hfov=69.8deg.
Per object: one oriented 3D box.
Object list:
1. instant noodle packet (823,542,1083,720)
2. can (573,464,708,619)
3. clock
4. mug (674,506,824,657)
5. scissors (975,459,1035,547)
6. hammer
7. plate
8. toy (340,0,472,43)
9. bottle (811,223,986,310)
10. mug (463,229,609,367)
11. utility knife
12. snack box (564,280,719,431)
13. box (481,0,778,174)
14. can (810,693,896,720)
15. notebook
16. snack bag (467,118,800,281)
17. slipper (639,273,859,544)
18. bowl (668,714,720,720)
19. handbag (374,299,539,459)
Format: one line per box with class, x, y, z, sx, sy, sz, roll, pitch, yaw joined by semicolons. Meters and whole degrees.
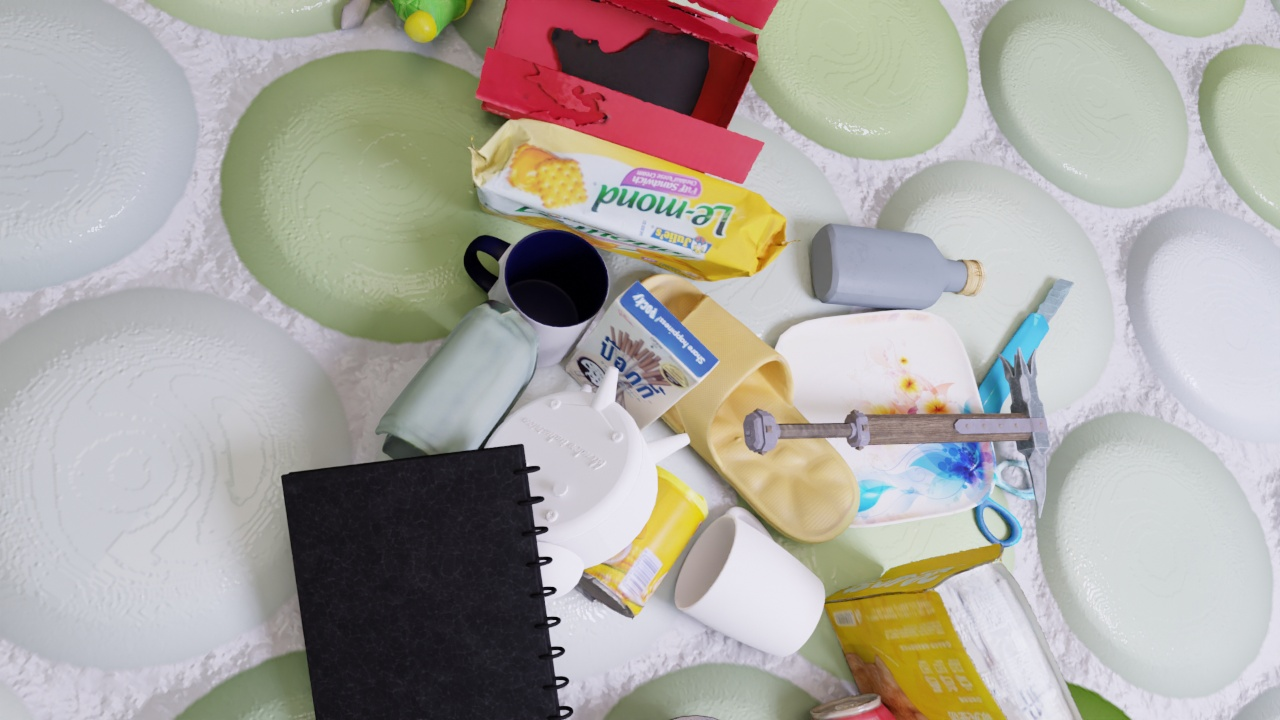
instant noodle packet;0.242;0.258;0.672;0.084;0.163;0.221;-22;80;-23
can;-0.003;0.134;0.691;0.067;0.068;0.104;39;67;-1
clock;-0.057;0.083;0.658;0.125;0.073;0.160;25;64;35
mug;0.087;0.164;0.711;0.087;0.081;0.114;33;35;-11
scissors;0.289;0.113;0.816;0.141;0.014;0.090;24;74;-7
hammer;0.217;0.060;0.744;0.316;0.028;0.147;1;77;-28
plate;0.211;0.049;0.804;0.187;0.016;0.186;-6;74;-13
toy;-0.188;-0.325;0.779;0.124;0.097;0.131;8;90;-7
bottle;0.240;-0.082;0.845;0.161;0.046;0.072;4;72;-15
mug;-0.088;-0.055;0.711;0.112;0.097;0.078;34;66;-4
utility knife;0.363;-0.008;0.874;0.031;0.015;0.208;42;70;-1
snack box;-0.004;0.004;0.688;0.082;0.150;0.026;46;63;1
box;0.007;-0.283;0.699;0.211;0.316;0.123;17;65;-12
can;0.176;0.339;0.677;0.067;0.067;0.170;-10;76;-19
notebook;-0.135;0.178;0.597;0.169;0.019;0.231;-7;91;6
snack bag;-0.014;-0.121;0.718;0.247;0.160;0.068;16;89;-11
slipper;0.077;0.035;0.736;0.099;0.078;0.263;-39;82;-14
bowl;0.030;0.314;0.648;0.121;0.056;0.121;5;71;-15
handbag;-0.132;0.025;0.669;0.067;0.106;0.121;34;66;0
